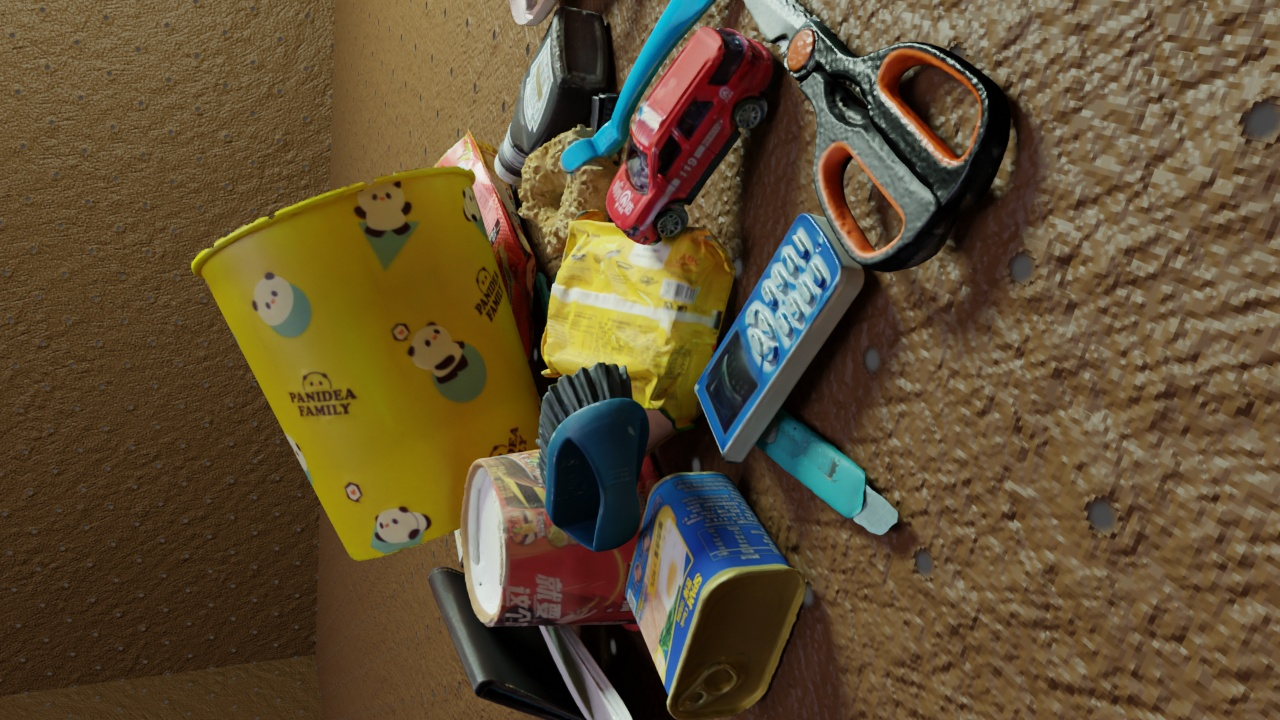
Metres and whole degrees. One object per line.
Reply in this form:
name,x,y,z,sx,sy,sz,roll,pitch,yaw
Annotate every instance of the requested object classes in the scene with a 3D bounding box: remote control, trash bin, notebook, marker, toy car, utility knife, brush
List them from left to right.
trash bin,-0.194,0.005,0.741,0.230,0.229,0.255,-14,98,65
notebook,-0.034,0.255,0.642,0.209,0.012,0.150,-150,45,-63
marker,-0.033,-0.127,0.665,0.018,0.022,0.131,38,124,52
brush,-0.023,0.063,0.498,0.144,0.055,0.073,103,150,-58
brush,-0.013,-0.156,0.582,0.255,0.045,0.083,-46,63,48
toy car,0.021,-0.118,0.481,0.121,0.045,0.053,-56,35,18
remote control,0.063,-0.008,0.436,0.125,0.024,0.049,-61,33,37
utility knife,0.071,0.038,0.448,0.171,0.013,0.029,-139,56,-59

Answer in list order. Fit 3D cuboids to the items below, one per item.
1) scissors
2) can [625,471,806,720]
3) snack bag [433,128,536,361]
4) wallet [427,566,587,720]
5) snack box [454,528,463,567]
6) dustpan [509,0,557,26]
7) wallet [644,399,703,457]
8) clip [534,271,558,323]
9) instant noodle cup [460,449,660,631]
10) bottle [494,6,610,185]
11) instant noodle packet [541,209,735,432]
scissors,0.090,-0.140,0.400,0.125,0.021,0.234,-42,48,47
can,0.034,0.121,0.482,0.083,0.057,0.102,-122,39,-53
snack bag,-0.135,-0.110,0.846,0.129,0.073,0.207,105,147,-48
wallet,-0.093,0.195,0.627,0.020,0.096,0.122,-53,35,5
snack box,-0.163,0.128,0.922,0.126,0.053,0.113,117,144,-45
dustpan,-0.056,-0.397,0.683,0.273,0.139,0.223,-58,16,-15
wallet,-0.003,0.003,0.574,0.101,0.020,0.115,-41,55,37
clip,-0.071,-0.048,0.754,0.014,0.046,0.057,136,127,-57
instant noodle cup,-0.056,0.119,0.617,0.138,0.108,0.138,178,90,-66
bottle,-0.077,-0.197,0.735,0.195,0.044,0.079,146,124,-63
instant noodle packet,-0.004,-0.027,0.533,0.128,0.044,0.111,19,98,47
